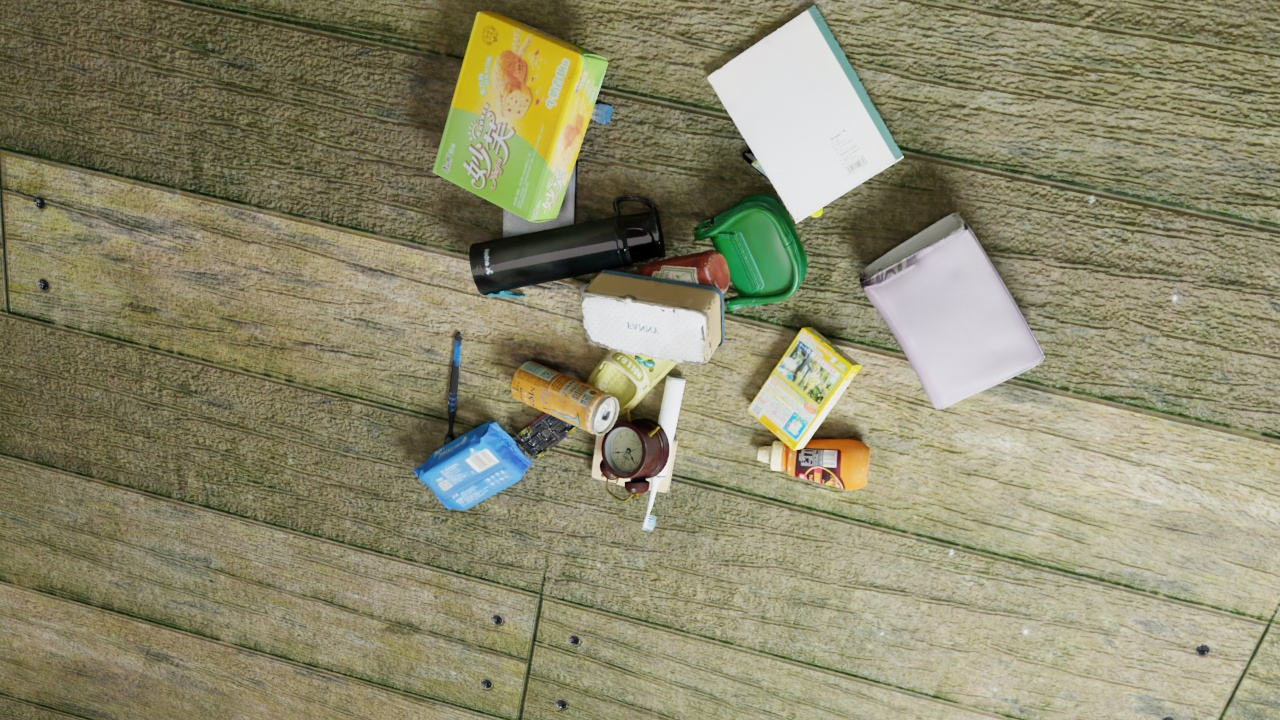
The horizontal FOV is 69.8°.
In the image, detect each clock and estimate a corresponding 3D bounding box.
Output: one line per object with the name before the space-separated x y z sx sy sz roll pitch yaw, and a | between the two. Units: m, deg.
clock | -0.012 0.131 1.234 0.082 0.055 0.122 28 104 32

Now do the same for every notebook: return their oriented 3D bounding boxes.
notebook | 0.198 -0.293 1.103 0.151 0.012 0.209 -31 96 17

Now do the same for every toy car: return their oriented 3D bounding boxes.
toy car | -0.125 0.094 1.291 0.106 0.031 0.049 -38 99 21

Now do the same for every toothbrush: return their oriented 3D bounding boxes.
toothbrush | -0.268 0.050 1.310 0.014 0.016 0.190 9 109 -1
toothbrush | 0.028 0.129 1.256 0.026 0.026 0.221 11 99 2

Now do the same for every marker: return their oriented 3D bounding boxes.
marker | 0.177 -0.221 1.141 0.124 0.015 0.018 39 106 -1

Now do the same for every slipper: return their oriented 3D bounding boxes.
slipper | -0.007 0.007 1.216 0.091 0.081 0.191 35 113 -6

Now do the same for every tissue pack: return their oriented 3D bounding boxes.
tissue pack | -0.240 0.152 1.312 0.157 0.052 0.095 -30 118 17

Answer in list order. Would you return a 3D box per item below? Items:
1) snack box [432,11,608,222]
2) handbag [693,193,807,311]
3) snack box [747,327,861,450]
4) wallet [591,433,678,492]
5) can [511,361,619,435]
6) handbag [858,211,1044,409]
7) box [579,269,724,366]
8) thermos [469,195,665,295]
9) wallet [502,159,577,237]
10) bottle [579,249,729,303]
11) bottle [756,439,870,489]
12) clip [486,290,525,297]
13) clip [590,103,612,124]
snack box | -0.149 -0.295 1.120 0.158 0.069 0.210 28 111 18
handbag | 0.140 -0.133 1.146 0.120 0.067 0.131 -22 105 25
snack box | 0.211 0.037 1.194 0.087 0.033 0.141 41 115 25
wallet | -0.010 0.140 1.293 0.115 0.024 0.087 11 105 5
can | -0.103 0.050 1.230 0.146 0.058 0.058 21 113 29
handbag | 0.375 -0.058 1.116 0.145 0.098 0.197 -31 102 16
box | 0.020 -0.051 1.115 0.184 0.059 0.090 11 129 19
thermos | -0.094 -0.149 1.174 0.243 0.068 0.090 -11 72 7
wallet | -0.131 -0.208 1.197 0.097 0.019 0.121 5 108 6
bottle | 0.012 -0.096 1.165 0.206 0.059 0.060 -7 108 33
bottle | 0.230 0.133 1.230 0.150 0.066 0.067 5 109 16
clip | -0.185 -0.097 1.246 0.056 0.013 0.039 -4 107 10
clip | -0.065 -0.314 1.148 0.058 0.044 0.027 19 114 13
